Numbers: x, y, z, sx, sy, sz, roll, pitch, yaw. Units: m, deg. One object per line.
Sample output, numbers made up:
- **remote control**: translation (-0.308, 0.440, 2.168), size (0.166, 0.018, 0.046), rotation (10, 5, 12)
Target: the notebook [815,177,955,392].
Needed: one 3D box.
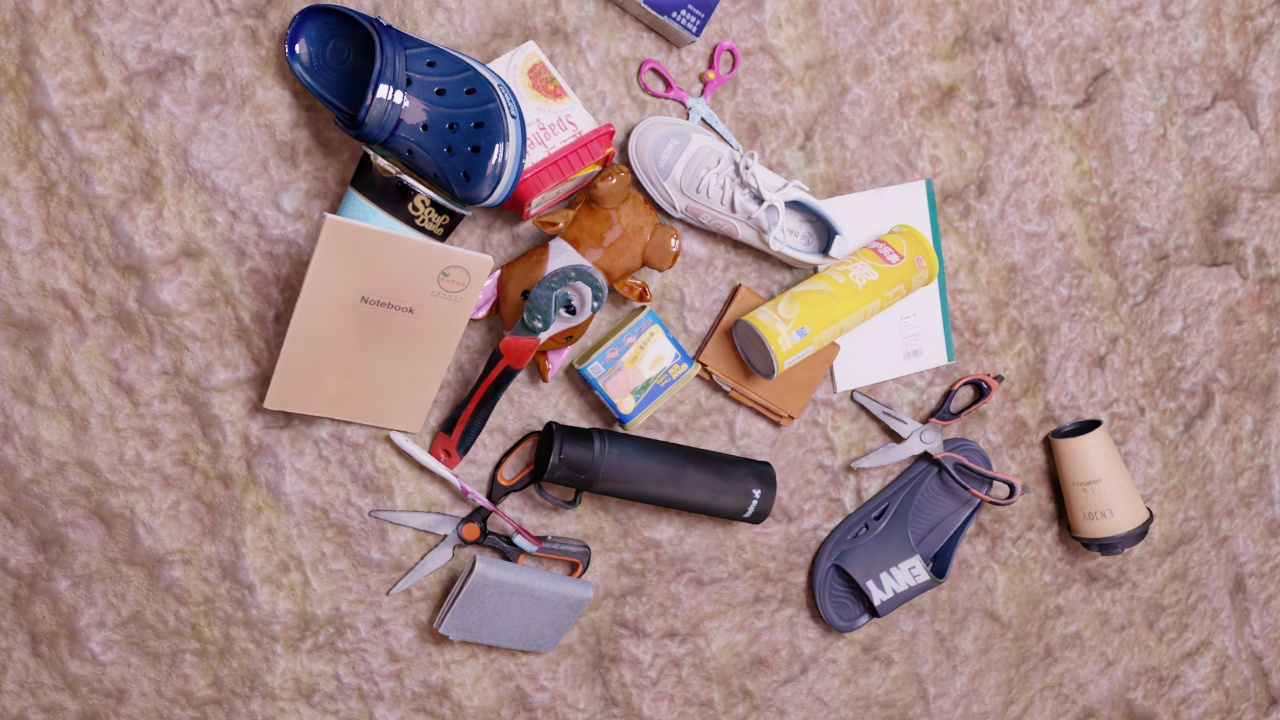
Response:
- **notebook**: translation (0.264, -0.082, 0.998), size (0.150, 0.012, 0.209), rotation (-13, 101, -12)

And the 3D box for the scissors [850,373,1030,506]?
- **scissors**: translation (0.333, 0.090, 1.012), size (0.222, 0.015, 0.189), rotation (-25, 80, -16)

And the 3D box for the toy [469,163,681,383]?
- **toy**: translation (-0.059, -0.080, 0.864), size (0.199, 0.130, 0.140), rotation (-41, 112, 4)

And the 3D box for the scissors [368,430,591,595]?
- **scissors**: translation (-0.149, 0.162, 0.925), size (0.221, 0.022, 0.232), rotation (31, 89, -11)

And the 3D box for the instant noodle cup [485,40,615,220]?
- **instant noodle cup**: translation (-0.098, -0.210, 0.839), size (0.116, 0.117, 0.124), rotation (-33, 93, -8)

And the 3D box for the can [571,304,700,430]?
- **can**: translation (-0.005, 0.005, 0.919), size (0.102, 0.057, 0.083), rotation (-41, 103, -6)

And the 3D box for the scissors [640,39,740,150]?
- **scissors**: translation (0.053, -0.260, 0.917), size (0.134, 0.017, 0.133), rotation (17, 97, -19)

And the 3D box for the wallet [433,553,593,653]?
- **wallet**: translation (-0.127, 0.244, 0.914), size (0.129, 0.037, 0.107), rotation (20, 116, -27)

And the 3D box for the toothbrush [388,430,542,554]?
- **toothbrush**: translation (-0.172, 0.130, 0.899), size (0.187, 0.016, 0.017), rotation (40, 96, -12)

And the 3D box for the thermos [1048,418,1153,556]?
- **thermos**: translation (0.528, 0.144, 1.064), size (0.093, 0.093, 0.143), rotation (-23, 96, -10)

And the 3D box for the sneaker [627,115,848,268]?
- **sneaker**: translation (0.097, -0.158, 0.896), size (0.242, 0.090, 0.089), rotation (27, 96, -13)

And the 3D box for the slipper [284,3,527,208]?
- **slipper**: translation (-0.204, -0.224, 0.764), size (0.253, 0.095, 0.105), rotation (36, 112, 14)

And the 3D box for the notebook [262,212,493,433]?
- **notebook**: translation (-0.235, -0.024, 0.817), size (0.147, 0.008, 0.208), rotation (13, 123, -28)

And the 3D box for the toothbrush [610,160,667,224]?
- **toothbrush**: translation (-0.027, -0.195, 0.906), size (0.017, 0.014, 0.189), rotation (-41, 105, -16)

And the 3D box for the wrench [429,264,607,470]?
- **wrench**: translation (-0.123, 0.011, 0.841), size (0.056, 0.016, 0.274), rotation (40, 119, -4)

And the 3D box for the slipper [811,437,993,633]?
- **slipper**: translation (0.300, 0.194, 1.013), size (0.268, 0.083, 0.110), rotation (-44, 104, -6)

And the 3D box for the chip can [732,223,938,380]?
- **chip can**: translation (0.198, -0.060, 0.928), size (0.213, 0.072, 0.072), rotation (-31, 104, -16)

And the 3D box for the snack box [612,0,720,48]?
- **snack box**: translation (0.018, -0.426, 0.866), size (0.178, 0.046, 0.182), rotation (29, 91, -17)

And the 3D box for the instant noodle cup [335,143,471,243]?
- **instant noodle cup**: translation (-0.230, -0.114, 0.822), size (0.111, 0.111, 0.120), rotation (32, 97, -17)

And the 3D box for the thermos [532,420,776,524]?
- **thermos**: translation (0.012, 0.122, 0.930), size (0.242, 0.068, 0.090), rotation (13, 118, -19)

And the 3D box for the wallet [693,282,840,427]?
- **wallet**: translation (0.131, -0.003, 0.964), size (0.132, 0.031, 0.108), rotation (30, 91, -12)
